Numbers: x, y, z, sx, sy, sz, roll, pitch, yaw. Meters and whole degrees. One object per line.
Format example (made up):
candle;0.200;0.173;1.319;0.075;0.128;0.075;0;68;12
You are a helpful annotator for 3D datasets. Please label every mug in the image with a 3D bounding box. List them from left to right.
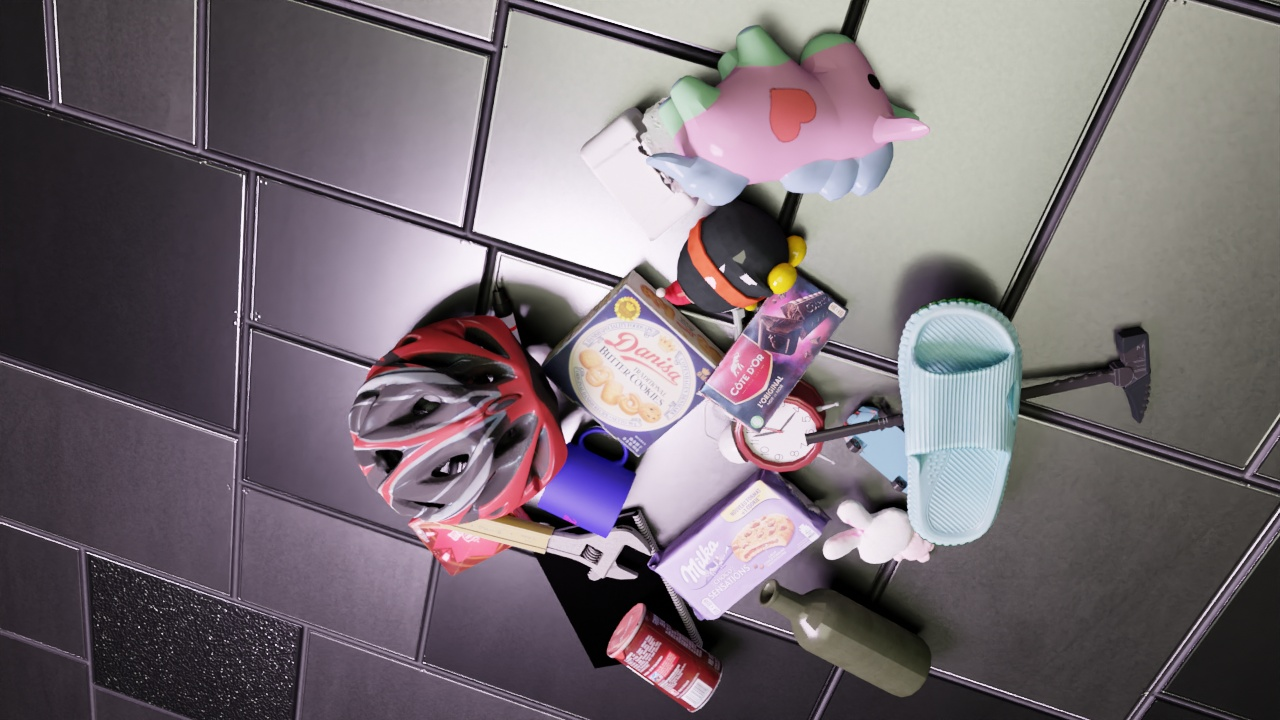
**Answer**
mug;-0.052;0.128;1.013;0.083;0.079;0.111;25;92;0

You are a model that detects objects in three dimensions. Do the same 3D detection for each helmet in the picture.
helmet;-0.204;0.073;0.965;0.273;0.166;0.217;-25;93;42

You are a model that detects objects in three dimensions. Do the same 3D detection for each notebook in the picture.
notebook;-0.029;0.280;1.110;0.149;0.016;0.207;-16;111;21

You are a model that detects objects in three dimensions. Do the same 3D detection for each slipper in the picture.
slipper;0.301;0.073;0.859;0.116;0.069;0.276;-6;117;3

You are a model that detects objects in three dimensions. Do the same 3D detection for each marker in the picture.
marker;-0.138;-0.016;0.988;0.019;0.019;0.146;-5;114;15

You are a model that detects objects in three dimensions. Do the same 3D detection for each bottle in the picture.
bottle;0.221;0.298;1.009;0.206;0.071;0.072;30;118;-16

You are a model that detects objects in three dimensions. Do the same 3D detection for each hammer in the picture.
hammer;0.323;0.049;0.890;0.325;0.015;0.095;-13;114;9

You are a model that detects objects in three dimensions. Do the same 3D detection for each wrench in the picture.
wrench;-0.123;0.201;1.067;0.273;0.018;0.084;14;116;3

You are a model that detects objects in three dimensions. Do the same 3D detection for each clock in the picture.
clock;0.133;0.065;0.950;0.138;0.048;0.096;2;116;10

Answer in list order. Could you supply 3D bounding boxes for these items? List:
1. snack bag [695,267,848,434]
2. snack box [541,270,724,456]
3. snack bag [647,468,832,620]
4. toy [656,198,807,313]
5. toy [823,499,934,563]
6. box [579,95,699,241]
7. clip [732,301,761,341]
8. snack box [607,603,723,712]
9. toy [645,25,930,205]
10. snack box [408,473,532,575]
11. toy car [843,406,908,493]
snack bag;0.130;-0.009;0.899;0.074;0.018;0.155;35;94;-1
snack box;-0.006;0.006;0.956;0.144;0.042;0.145;42;118;-9
snack bag;0.105;0.202;1.016;0.096;0.058;0.206;42;116;-7
toy;0.082;-0.090;0.864;0.099;0.097;0.119;45;125;-10
toy;0.258;0.188;0.984;0.125;0.037;0.076;12;115;-16
box;0.030;-0.192;0.822;0.130;0.102;0.110;-39;101;17
clip;0.108;-0.021;0.926;0.047;0.023;0.076;-5;115;-3
snack box;0.029;0.349;1.079;0.121;0.072;0.072;37;117;-6
toy;0.119;-0.189;0.768;0.221;0.120;0.171;-41;93;-15
snack box;-0.203;0.199;1.105;0.133;0.021;0.089;-30;106;23
toy car;0.259;0.088;0.945;0.108;0.027;0.060;40;117;3
